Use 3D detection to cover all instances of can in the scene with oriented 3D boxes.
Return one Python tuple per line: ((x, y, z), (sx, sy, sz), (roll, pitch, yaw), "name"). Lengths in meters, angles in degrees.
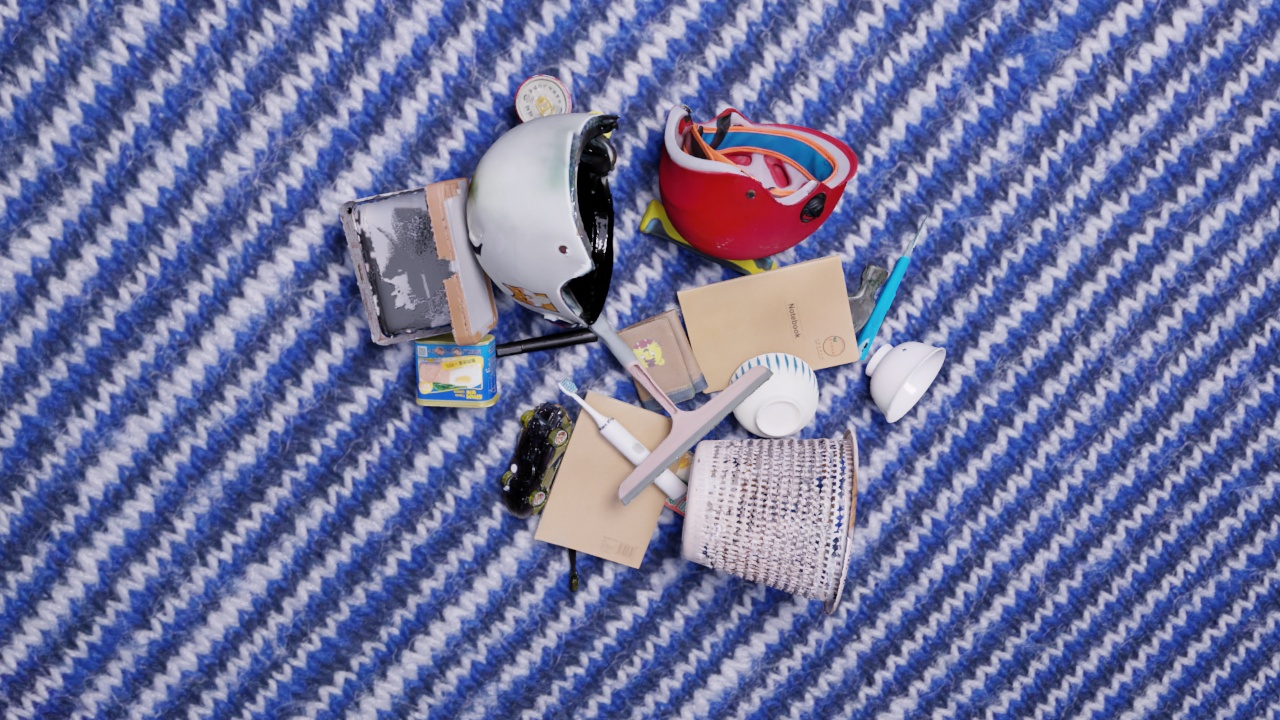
((-0.230, 0.010, 1.148), (0.102, 0.057, 0.083), (2, 106, 6), "can")
((-0.115, -0.299, 1.079), (0.066, 0.093, 0.066), (-1, 102, -5), "can")

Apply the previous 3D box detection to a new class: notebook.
((0.165, -0.044, 1.176), (0.208, 0.008, 0.148), (-12, 112, 9), "notebook")
((-0.035, 0.160, 1.201), (0.149, 0.012, 0.211), (19, 99, -10), "notebook")

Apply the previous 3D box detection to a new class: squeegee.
((-0.007, 0.007, 1.156), (0.247, 0.040, 0.249), (-41, 87, -4), "squeegee")

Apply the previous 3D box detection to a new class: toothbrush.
((-0.094, 0.209, 1.228), (0.026, 0.027, 0.213), (-4, 103, -9), "toothbrush")
((-0.023, 0.101, 1.171), (0.221, 0.026, 0.026), (44, 131, -13), "toothbrush")

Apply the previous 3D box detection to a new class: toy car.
((-0.135, 0.130, 1.190), (0.042, 0.070, 0.158), (9, 106, -50), "toy car")

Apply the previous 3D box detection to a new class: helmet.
((0.128, -0.198, 1.083), (0.239, 0.207, 0.144), (-7, 131, -30), "helmet")
((-0.111, -0.159, 1.035), (0.157, 0.274, 0.229), (8, 74, 2), "helmet")

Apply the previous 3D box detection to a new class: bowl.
((0.335, 0.015, 1.198), (0.065, 0.118, 0.118), (40, 98, 27), "bowl")
((0.173, 0.055, 1.180), (0.116, 0.066, 0.117), (0, 124, 0), "bowl")

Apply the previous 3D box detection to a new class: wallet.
((0.027, 0.001, 1.188), (0.090, 0.033, 0.115), (-21, 101, 9), "wallet")

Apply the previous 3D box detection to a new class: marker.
((-0.120, -0.023, 1.177), (0.132, 0.022, 0.020), (-10, 96, -3), "marker")

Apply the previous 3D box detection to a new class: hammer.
((0.150, -0.118, 1.176), (0.323, 0.032, 0.126), (22, 99, -10), "hammer")

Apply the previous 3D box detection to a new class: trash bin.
((0.154, 0.185, 1.135), (0.192, 0.227, 0.227), (7, 102, 6), "trash bin")

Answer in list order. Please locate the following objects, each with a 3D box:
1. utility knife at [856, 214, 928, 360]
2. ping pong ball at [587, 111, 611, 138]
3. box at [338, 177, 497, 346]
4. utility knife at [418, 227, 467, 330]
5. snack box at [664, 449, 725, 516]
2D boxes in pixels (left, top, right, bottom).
((0.328, -0.096, 1.196), (0.018, 0.034, 0.204), (24, 98, 2), "utility knife")
((-0.055, -0.283, 1.116), (0.040, 0.040, 0.040), (-1, 102, -5), "ping pong ball")
((-0.252, -0.105, 1.046), (0.157, 0.193, 0.183), (-12, 101, -4), "box")
((-0.234, -0.072, 1.158), (0.031, 0.021, 0.206), (-19, 97, 4), "utility knife")
((0.036, 0.148, 1.226), (0.155, 0.027, 0.077), (33, 98, -11), "snack box")
